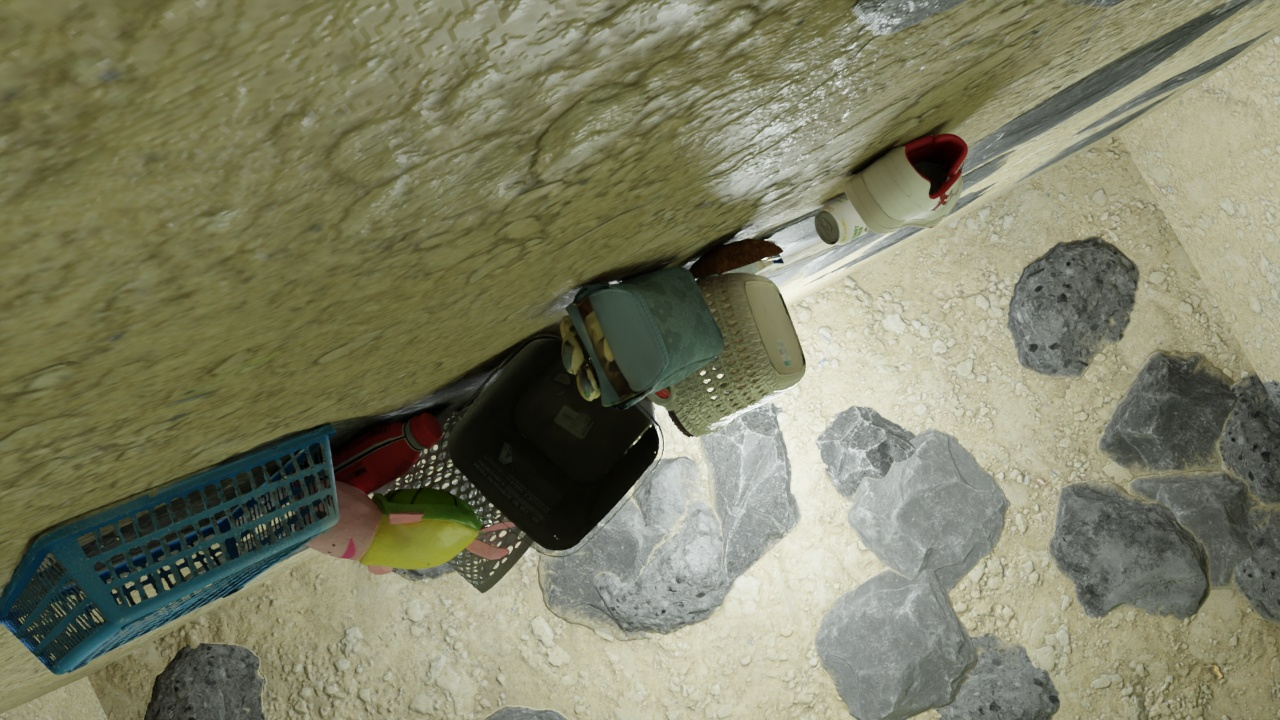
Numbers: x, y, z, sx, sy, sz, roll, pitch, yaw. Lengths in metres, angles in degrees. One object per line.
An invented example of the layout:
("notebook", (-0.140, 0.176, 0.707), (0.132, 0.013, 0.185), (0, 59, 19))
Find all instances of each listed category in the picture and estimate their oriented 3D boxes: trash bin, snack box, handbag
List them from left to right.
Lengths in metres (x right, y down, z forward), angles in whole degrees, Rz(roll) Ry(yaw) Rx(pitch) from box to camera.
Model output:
("trash bin", (-0.216, 0.168, 1.140), (0.156, 0.183, 0.156), (-48, -174, 6))
("trash bin", (-0.084, 0.080, 1.073), (0.197, 0.197, 0.220), (-48, 180, 8))
("handbag", (-0.008, -0.024, 0.907), (0.119, 0.122, 0.191), (-25, -178, 32))
("snack box", (0.127, -0.112, 1.299), (0.150, 0.026, 0.081), (-29, 175, 21))

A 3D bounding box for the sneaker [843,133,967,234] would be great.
("sneaker", (0.330, -0.213, 1.036), (0.235, 0.090, 0.105), (-18, 164, -47))

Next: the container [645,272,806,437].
("container", (0.098, -0.015, 1.090), (0.143, 0.184, 0.251), (-20, 176, 22))

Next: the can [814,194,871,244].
("can", (0.270, -0.183, 1.142), (0.101, 0.055, 0.055), (-26, 176, -22))

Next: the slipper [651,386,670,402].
("slipper", (-0.007, 0.007, 1.228), (0.059, 0.103, 0.249), (-48, -160, -15))

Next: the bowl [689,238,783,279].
("bowl", (0.101, -0.117, 1.015), (0.114, 0.026, 0.102), (-21, -171, -35))

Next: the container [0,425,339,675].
("container", (-0.450, 0.196, 0.886), (0.256, 0.089, 0.363), (-24, 175, -45))

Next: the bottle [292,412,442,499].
("bottle", (-0.299, 0.112, 1.019), (0.177, 0.062, 0.062), (-29, 176, 14))

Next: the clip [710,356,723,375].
("clip", (0.111, -0.059, 1.265), (0.030, 0.173, 0.164), (-20, 127, -54))

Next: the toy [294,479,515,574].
("toy", (-0.252, 0.183, 0.997), (0.238, 0.087, 0.191), (8, 150, -19))

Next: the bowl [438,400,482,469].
("bowl", (-0.214, 0.087, 1.303), (0.188, 0.060, 0.219), (-28, 177, -8))

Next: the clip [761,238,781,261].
("clip", (0.153, -0.139, 1.166), (0.054, 0.046, 0.048), (-22, 140, -62))

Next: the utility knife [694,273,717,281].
("utility knife", (0.037, -0.080, 1.208), (0.148, 0.015, 0.022), (-26, 172, 21))
